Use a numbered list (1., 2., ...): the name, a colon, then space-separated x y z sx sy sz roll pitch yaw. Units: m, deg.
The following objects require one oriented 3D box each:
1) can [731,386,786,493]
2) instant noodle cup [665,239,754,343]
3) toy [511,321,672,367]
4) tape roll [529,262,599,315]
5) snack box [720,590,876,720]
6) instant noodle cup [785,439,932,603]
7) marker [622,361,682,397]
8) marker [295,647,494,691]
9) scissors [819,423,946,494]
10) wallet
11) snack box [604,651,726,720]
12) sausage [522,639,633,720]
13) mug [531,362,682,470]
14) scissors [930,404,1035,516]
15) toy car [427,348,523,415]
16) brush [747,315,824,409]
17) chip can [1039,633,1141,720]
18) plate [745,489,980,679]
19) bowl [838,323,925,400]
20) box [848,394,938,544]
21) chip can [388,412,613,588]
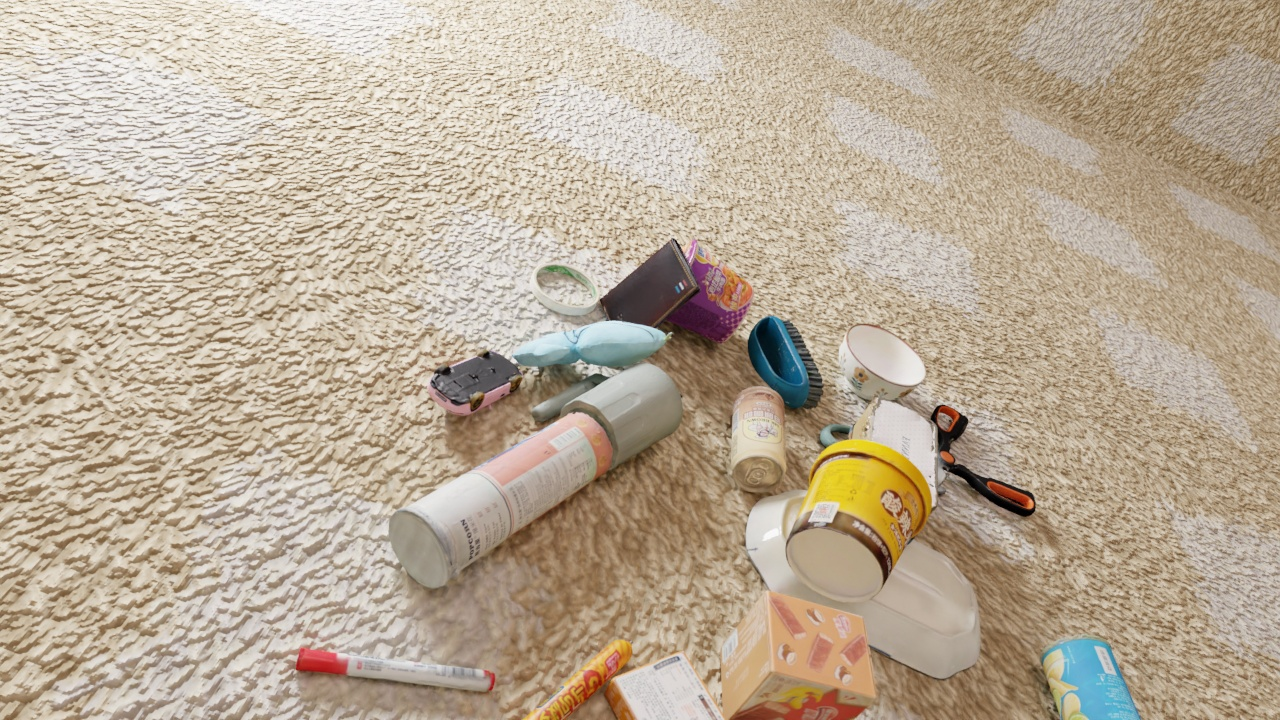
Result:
1. can: 0.129 0.084 1.002 0.058 0.059 0.116 20 38 -9
2. instant noodle cup: 0.079 -0.080 1.134 0.099 0.112 0.111 28 37 -11
3. toy: -0.045 -0.016 0.988 0.156 0.050 0.161 -1 6 23
4. tape roll: -0.091 -0.087 1.112 0.085 0.014 0.085 16 38 -13
5. snack box: 0.129 0.260 0.767 0.094 0.093 0.076 18 38 -12
6. instant noodle cup: 0.200 0.154 0.863 0.118 0.119 0.114 34 46 10
7. marker: -0.006 0.006 1.048 0.131 0.018 0.022 36 74 14
8. marker: -0.180 0.231 0.684 0.145 0.017 0.017 13 39 -17
9. scissors: 0.287 0.141 1.062 0.176 0.019 0.171 24 35 -9
10. wallet: 0.010 -0.076 1.078 0.020 0.122 0.096 32 27 -41
11. snack box: 0.040 0.307 0.716 0.075 0.026 0.153 -9 49 -36
12. sausage: -0.057 0.264 0.713 0.021 0.022 0.164 41 40 18
13. mug: -0.036 0.053 0.938 0.124 0.084 0.103 17 30 34
14. scissors: 0.386 0.126 1.127 0.221 0.022 0.232 33 34 7
15. toy car: -0.166 0.024 0.922 0.056 0.037 0.122 39 26 11
16. brush: 0.171 -0.001 1.129 0.073 0.055 0.143 8 41 -24
17. chip can: 0.436 0.362 0.845 0.071 0.071 0.209 17 38 -12
18. plate: 0.234 0.213 0.931 0.266 0.034 0.161 27 37 1
19. bowl: 0.303 0.012 1.187 0.113 0.062 0.113 15 40 -13
20. box: 0.271 0.118 0.994 0.090 0.062 0.183 28 36 3
21. chip can: -0.115 0.116 0.812 0.071 0.071 0.214 41 40 18
